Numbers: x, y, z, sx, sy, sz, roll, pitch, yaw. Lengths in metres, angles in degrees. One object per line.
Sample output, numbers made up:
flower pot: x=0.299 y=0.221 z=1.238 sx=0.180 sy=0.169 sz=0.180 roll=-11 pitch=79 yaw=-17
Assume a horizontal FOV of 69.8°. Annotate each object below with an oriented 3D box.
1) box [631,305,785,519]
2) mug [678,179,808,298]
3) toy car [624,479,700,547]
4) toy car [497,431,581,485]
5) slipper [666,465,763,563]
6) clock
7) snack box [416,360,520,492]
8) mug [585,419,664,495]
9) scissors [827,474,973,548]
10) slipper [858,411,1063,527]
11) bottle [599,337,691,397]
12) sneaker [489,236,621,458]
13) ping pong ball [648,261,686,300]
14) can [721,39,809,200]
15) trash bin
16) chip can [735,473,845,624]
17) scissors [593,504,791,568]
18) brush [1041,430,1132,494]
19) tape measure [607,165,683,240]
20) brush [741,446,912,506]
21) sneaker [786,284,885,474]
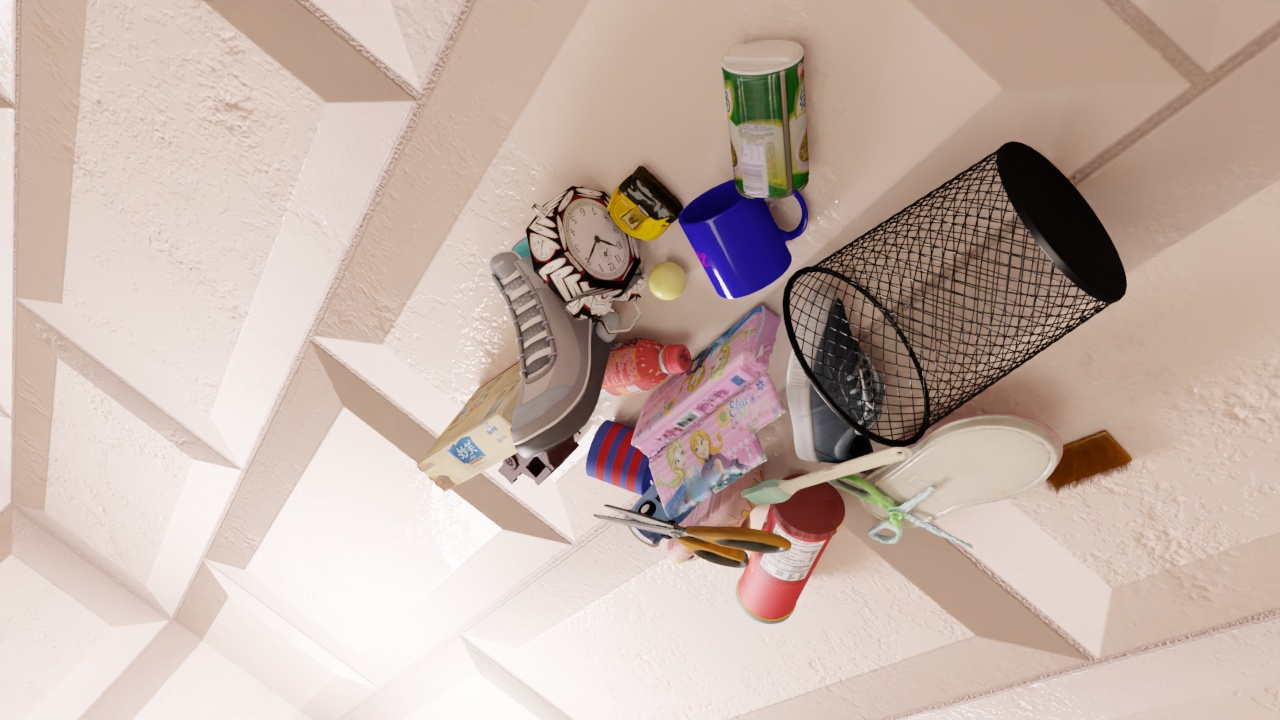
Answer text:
box: x=0.067 y=0.058 z=0.983 sx=0.061 sy=0.160 sz=0.231 roll=16 pitch=144 yaw=-27
mug: x=0.103 y=-0.122 z=0.859 sx=0.111 sy=0.079 sz=0.083 roll=-26 pitch=115 yaw=12
toy car: x=0.045 y=0.153 z=1.099 sx=0.056 sy=0.153 sz=0.055 roll=44 pitch=179 yaw=-27
toy car: x=-0.123 y=0.110 z=1.194 sx=0.062 sy=0.070 sz=0.170 roll=46 pitch=137 yaw=3
slipper: x=0.104 y=0.201 z=1.136 sx=0.081 sy=0.093 sz=0.198 roll=31 pitch=137 yaw=-11
clock: x=-0.053 y=-0.095 z=0.933 sx=0.065 sy=0.114 sz=0.154 roll=-23 pitch=97 yaw=42
snack box: x=-0.170 y=0.066 z=1.124 sx=0.055 sy=0.152 sz=0.208 roll=46 pitch=136 yaw=-14
mug: x=-0.016 y=0.128 z=1.158 sx=0.076 sy=0.074 sz=0.112 roll=18 pitch=161 yaw=16
scissors: x=0.282 y=0.165 z=1.000 sx=0.171 sy=0.021 sz=0.173 roll=28 pitch=147 yaw=5
slipper: x=0.320 y=0.108 z=0.944 sx=0.114 sy=0.054 sz=0.275 roll=34 pitch=149 yaw=-5
bottle: x=-0.006 y=0.006 z=1.041 sx=0.138 sy=0.061 sz=0.062 roll=-9 pitch=123 yaw=36
sneaker: x=-0.109 y=-0.026 z=0.936 sx=0.093 sy=0.256 sz=0.160 roll=-29 pitch=112 yaw=25
ping pong ball: x=0.028 y=-0.083 z=0.956 sx=0.040 sy=0.040 sz=0.040 roll=16 pitch=135 yaw=17
can: x=0.108 y=-0.205 z=0.780 sx=0.067 sy=0.067 sz=0.121 roll=9 pitch=132 yaw=24
trash bin: x=0.258 y=-0.057 z=0.755 sx=0.184 sy=0.183 sz=0.211 roll=42 pitch=131 yaw=-10
chip can: x=0.178 y=0.235 z=1.122 sx=0.087 sy=0.086 sz=0.214 roll=23 pitch=137 yaw=11
scissors: x=0.063 y=0.195 z=1.035 sx=0.225 sy=0.016 sz=0.176 roll=26 pitch=149 yaw=-29
brush: x=0.419 y=0.111 z=0.917 sx=0.048 sy=0.017 sz=0.127 roll=44 pitch=136 yaw=-11
tape measure: x=0.001 y=-0.150 z=0.913 sx=0.065 sy=0.037 sz=0.064 roll=44 pitch=135 yaw=-12
brush: x=0.194 y=0.122 z=0.973 sx=0.033 sy=0.012 sz=0.218 roll=34 pitch=141 yaw=-26
sneaker: x=0.201 y=0.028 z=0.921 sx=0.087 sy=0.089 sz=0.236 roll=12 pitch=140 yaw=24
